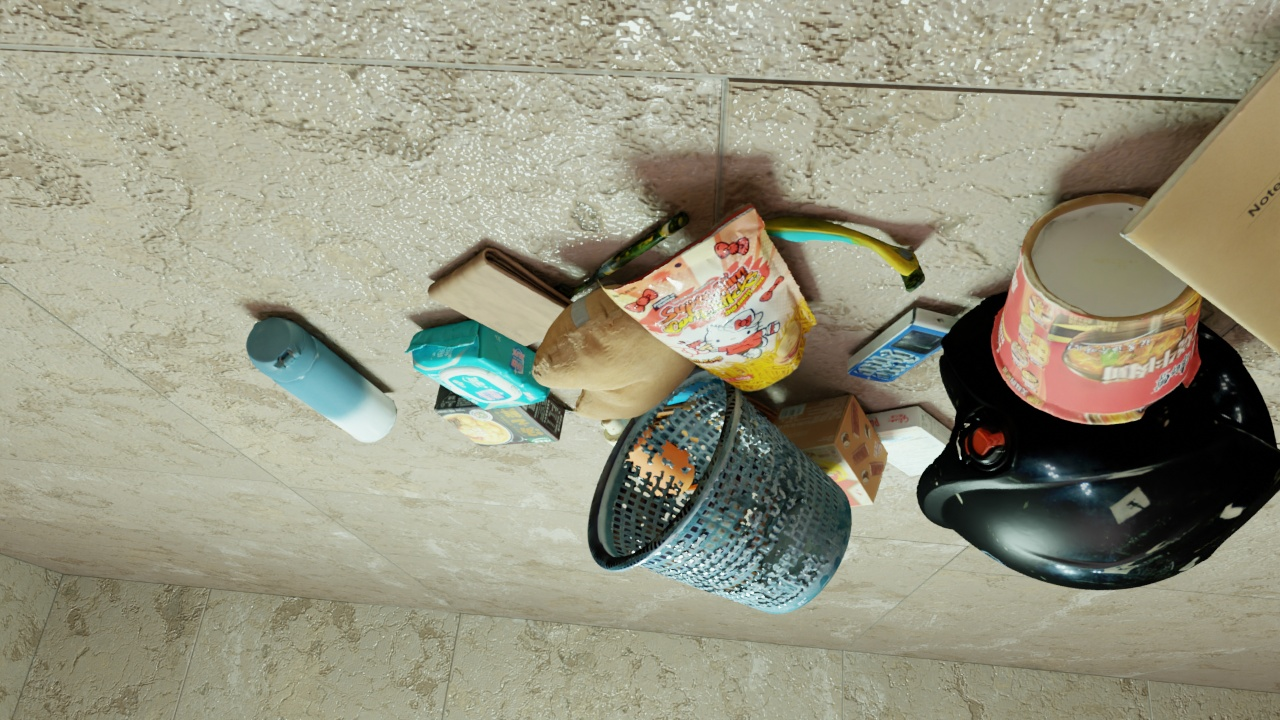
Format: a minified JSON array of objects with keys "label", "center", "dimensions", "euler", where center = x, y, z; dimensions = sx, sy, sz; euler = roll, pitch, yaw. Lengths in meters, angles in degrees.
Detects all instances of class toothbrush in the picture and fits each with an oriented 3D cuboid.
[{"label":"toothbrush","center":[-0.023,-0.083,0.760],"dimensions":[0.017,0.012,0.186],"euler":[32,147,-24]}]

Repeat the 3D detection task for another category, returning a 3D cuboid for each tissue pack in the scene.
[{"label":"tissue pack","center":[-0.164,0.005,0.942],"dimensions":[0.093,0.050,0.133],"euler":[-9,152,32]}]

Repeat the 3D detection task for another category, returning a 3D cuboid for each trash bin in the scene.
[{"label":"trash bin","center":[0.089,0.142,0.905],"dimensions":[0.195,0.226,0.227],"euler":[33,147,-21]}]

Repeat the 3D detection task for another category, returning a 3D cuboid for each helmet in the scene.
[{"label":"helmet","center":[0.369,0.077,0.756],"dimensions":[0.233,0.230,0.275],"euler":[25,111,-36]}]

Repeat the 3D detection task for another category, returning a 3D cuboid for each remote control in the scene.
[{"label":"remote control","center":[0.236,-0.013,0.835],"dimensions":[0.049,0.024,0.125],"euler":[12,156,-13]}]

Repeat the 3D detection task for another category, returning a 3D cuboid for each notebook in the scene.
[{"label":"notebook","center":[0.390,-0.092,0.539],"dimensions":[0.207,0.008,0.148],"euler":[22,115,-32]}]

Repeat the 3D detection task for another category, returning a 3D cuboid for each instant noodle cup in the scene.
[{"label":"instant noodle cup","center":[0.317,-0.042,0.635],"dimensions":[0.138,0.137,0.109],"euler":[-2,146,18]}]

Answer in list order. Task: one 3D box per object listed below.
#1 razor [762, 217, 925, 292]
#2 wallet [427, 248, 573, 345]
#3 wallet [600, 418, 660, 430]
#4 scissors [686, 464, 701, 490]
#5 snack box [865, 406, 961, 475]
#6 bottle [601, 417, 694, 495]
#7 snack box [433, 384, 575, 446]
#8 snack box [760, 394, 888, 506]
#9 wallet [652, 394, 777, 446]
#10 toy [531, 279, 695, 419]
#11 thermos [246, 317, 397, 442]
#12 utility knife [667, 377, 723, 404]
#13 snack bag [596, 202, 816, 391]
[{"label":"razor","center":[0.149,-0.087,0.688],"dimensions":[0.132,0.043,0.028],"euler":[15,128,-8]},{"label":"wallet","center":[-0.120,-0.053,0.827],"dimensions":[0.115,0.020,0.101],"euler":[31,148,-29]},{"label":"wallet","center":[0.007,0.098,1.142],"dimensions":[0.087,0.024,0.115],"euler":[-3,152,14]},{"label":"scissors","center":[0.120,0.151,1.241],"dimensions":[0.234,0.021,0.161],"euler":[-5,160,15]},{"label":"snack box","center":[0.314,0.095,1.053],"dimensions":[0.085,0.026,0.156],"euler":[-14,149,38]},{"label":"bottle","center":[0.004,0.104,1.071],"dimensions":[0.067,0.066,0.149],"euler":[-12,139,35]},{"label":"snack box","center":[-0.156,0.060,1.073],"dimensions":[0.113,0.053,0.125],"euler":[-6,148,25]},{"label":"snack box","center":[0.201,0.103,0.997],"dimensions":[0.093,0.076,0.094],"euler":[-15,121,39]},{"label":"wallet","center":[0.088,0.070,1.049],"dimensions":[0.132,0.031,0.107],"euler":[-11,154,34]},{"label":"toy","center":[-0.005,0.005,0.847],"dimensions":[0.143,0.082,0.226],"euler":[-24,153,10]},{"label":"thermos","center":[-0.350,0.023,1.017],"dimensions":[0.070,0.070,0.220],"euler":[-1,154,15]},{"label":"utility knife","center":[0.014,0.041,1.018],"dimensions":[0.034,0.018,0.204],"euler":[29,148,-34]},{"label":"snack bag","center":[0.066,-0.043,0.728],"dimensions":[0.129,0.073,0.208],"euler":[-24,152,16]}]
